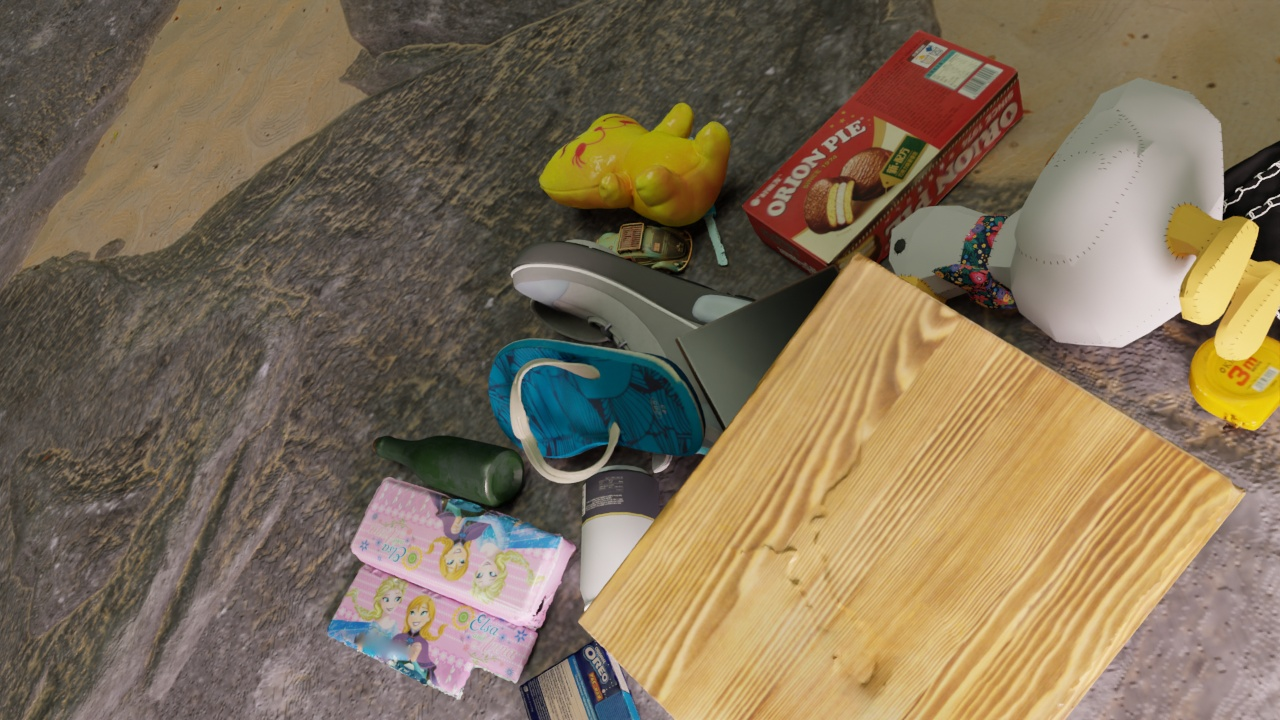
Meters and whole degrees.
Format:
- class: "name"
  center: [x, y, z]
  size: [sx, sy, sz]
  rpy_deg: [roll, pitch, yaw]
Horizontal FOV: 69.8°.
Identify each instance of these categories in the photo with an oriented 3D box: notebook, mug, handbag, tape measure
- class: "notebook"
  center: [0.135, 0.041, 0.691]
  size: [0.141, 0.008, 0.209]
  rpy_deg: [-25, 69, -5]
- class: "mug"
  center: [-0.042, -0.061, 0.883]
  size: [0.113, 0.084, 0.070]
  rpy_deg: [19, 67, 4]
- class: "handbag"
  center: [0.463, -0.092, 0.602]
  size: [0.125, 0.114, 0.153]
  rpy_deg: [-25, 57, 14]
- class: "tape measure"
  center: [0.407, 0.012, 0.624]
  size: [0.068, 0.030, 0.059]
  rpy_deg: [-46, 52, -6]

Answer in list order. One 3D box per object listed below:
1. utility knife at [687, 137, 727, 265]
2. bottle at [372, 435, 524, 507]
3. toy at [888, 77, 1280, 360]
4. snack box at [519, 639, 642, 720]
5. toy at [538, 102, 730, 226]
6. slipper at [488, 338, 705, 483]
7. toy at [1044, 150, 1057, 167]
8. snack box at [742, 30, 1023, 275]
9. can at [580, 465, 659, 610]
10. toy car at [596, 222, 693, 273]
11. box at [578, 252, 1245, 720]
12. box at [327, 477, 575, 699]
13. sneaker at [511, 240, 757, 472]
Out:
- class: "utility knife"
  center: [0.066, -0.160, 0.920]
  size: [0.022, 0.015, 0.168]
  rpy_deg: [-28, 55, 18]
- class: "bottle"
  center: [-0.193, 0.097, 0.881]
  size: [0.174, 0.055, 0.055]
  rpy_deg: [9, 67, 33]
- class: "toy"
  center: [0.307, -0.090, 0.662]
  size: [0.268, 0.140, 0.247]
  rpy_deg: [33, 97, 50]
- class: "snack box"
  center: [-0.033, 0.297, 0.694]
  size: [0.082, 0.027, 0.150]
  rpy_deg: [-31, 53, 7]
- class: "toy"
  center: [0.000, -0.193, 0.921]
  size: [0.194, 0.087, 0.134]
  rpy_deg: [19, 58, 43]
- class: "slipper"
  center: [-0.063, 0.040, 0.755]
  size: [0.060, 0.118, 0.296]
  rpy_deg: [-27, 15, -35]
- class: "toy"
  center: [0.381, -0.159, 0.738]
  size: [0.102, 0.071, 0.090]
  rpy_deg: [-35, 34, -23]
- class: "snack box"
  center: [0.215, -0.178, 0.819]
  size: [0.236, 0.060, 0.113]
  rpy_deg: [-45, 52, -3]
- class: "can"
  center: [-0.016, 0.153, 0.745]
  size: [0.064, 0.064, 0.127]
  rpy_deg: [-14, 57, 21]
- class: "toy car"
  center: [-0.006, -0.112, 0.907]
  size: [0.112, 0.047, 0.047]
  rpy_deg: [-2, 65, 27]
- class: "box"
  center: [0.144, 0.121, 0.555]
  size: [0.247, 0.176, 0.279]
  rpy_deg: [38, 95, 25]
- class: "box"
  center: [-0.183, 0.204, 0.826]
  size: [0.231, 0.035, 0.159]
  rpy_deg: [10, 68, 33]
- class: "sneaker"
  center: [-0.004, 0.003, 0.775]
  size: [0.257, 0.093, 0.160]
  rpy_deg: [16, 79, 6]
